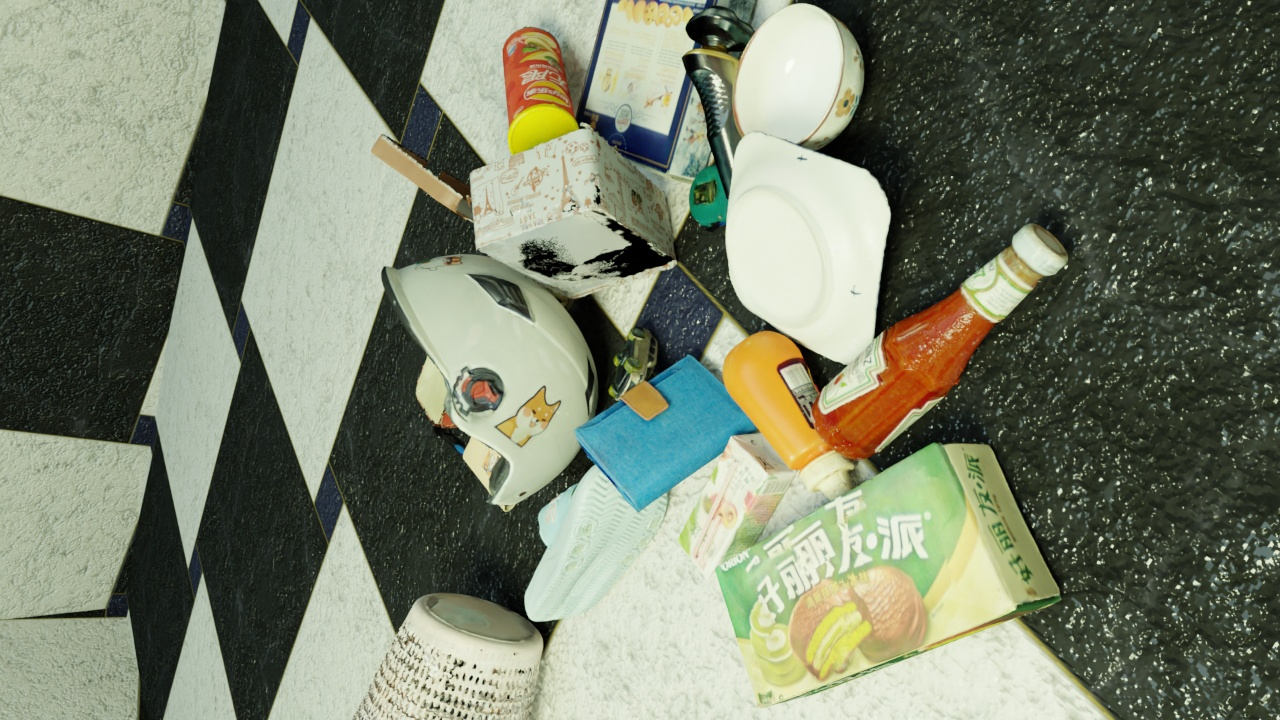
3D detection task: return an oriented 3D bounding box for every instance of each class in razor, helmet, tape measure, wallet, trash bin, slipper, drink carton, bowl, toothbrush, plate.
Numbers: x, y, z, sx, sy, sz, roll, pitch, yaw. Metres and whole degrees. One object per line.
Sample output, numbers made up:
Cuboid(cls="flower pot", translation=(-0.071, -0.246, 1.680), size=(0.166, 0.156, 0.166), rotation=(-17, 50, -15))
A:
Cuboid(cls="razor", translation=(0.078, -0.213, 0.779), size=(0.062, 0.067, 0.167), rotation=(-168, 63, -69))
Cuboid(cls="helmet", translation=(-0.132, 0.001, 0.928), size=(0.274, 0.156, 0.230), rotation=(69, 171, -27))
Cuboid(cls="tape measure", translation=(0.066, -0.148, 0.828), size=(0.055, 0.025, 0.058), rotation=(-13, 77, 49))
Cuboid(cls="wallet", translation=(-0.173, 0.115, 1.112), size=(0.115, 0.024, 0.087), rotation=(41, 111, 45))
Cuboid(cls="trash bin", translation=(-0.207, 0.372, 1.009), size=(0.228, 0.227, 0.192), rotation=(18, 89, 51))
Cuboid(cls="slipper", translation=(-0.054, 0.172, 0.902), size=(0.074, 0.103, 0.246), rotation=(62, 138, 36))
Cuboid(cls="drink carton", translation=(0.078, 0.125, 0.778), size=(0.053, 0.045, 0.123), rotation=(49, 125, 40))
Cuboid(cls="bowl", translation=(0.132, -0.214, 0.720), size=(0.114, 0.062, 0.113), rotation=(-2, 87, 51))
Cuboid(cls="wallet", translation=(0.022, 0.060, 0.798), size=(0.106, 0.133, 0.040), rotation=(45, 161, 42))
Cuboid(cls="toothbrush", translation=(-0.222, 0.124, 1.187), size=(0.189, 0.016, 0.014), rotation=(31, 102, 45))
Cuboid(cls="plate", translation=(0.114, -0.082, 0.706), size=(0.164, 0.034, 0.164), rotation=(35, 139, 43))

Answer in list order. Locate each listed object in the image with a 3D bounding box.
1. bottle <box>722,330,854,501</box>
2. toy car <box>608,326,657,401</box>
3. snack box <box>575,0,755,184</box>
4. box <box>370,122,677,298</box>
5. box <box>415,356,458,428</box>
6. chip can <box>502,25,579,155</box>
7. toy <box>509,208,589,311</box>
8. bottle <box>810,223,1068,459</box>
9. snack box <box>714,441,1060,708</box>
Cuboid(cls="bottle", translation=(0.122, 0.049, 0.719), size=(0.067, 0.066, 0.149), rotation=(-50, 58, 37))
Cuboid(cls="toy car", translation=(-0.005, 0.005, 0.871), size=(0.090, 0.035, 0.042), rotation=(-79, 14, -55))
Cuboid(cls="snack box", translation=(0.015, -0.282, 0.885), size=(0.178, 0.045, 0.183), rotation=(35, 115, 47))
Cuboid(cls="box", translation=(-0.110, -0.139, 0.873), size=(0.274, 0.178, 0.126), rotation=(11, 84, 28))
Cuboid(cls="box", translation=(-0.226, -0.004, 1.144), size=(0.091, 0.079, 0.169), rotation=(47, 122, 42))
Cuboid(cls="chip can", translation=(-0.108, -0.281, 0.972), size=(0.073, 0.073, 0.216), rotation=(-57, 27, 32))
Cuboid(cls="toy", translation=(-0.106, -0.119, 1.011), size=(0.157, 0.066, 0.105), rotation=(45, 105, 35))
Cuboid(cls="bottle", translation=(0.199, -0.010, 0.624), size=(0.207, 0.059, 0.059), rotation=(-51, 51, 37))
Cuboid(cls="snack box", translation=(0.162, 0.159, 0.656), size=(0.241, 0.063, 0.114), rotation=(-42, 56, 42))
